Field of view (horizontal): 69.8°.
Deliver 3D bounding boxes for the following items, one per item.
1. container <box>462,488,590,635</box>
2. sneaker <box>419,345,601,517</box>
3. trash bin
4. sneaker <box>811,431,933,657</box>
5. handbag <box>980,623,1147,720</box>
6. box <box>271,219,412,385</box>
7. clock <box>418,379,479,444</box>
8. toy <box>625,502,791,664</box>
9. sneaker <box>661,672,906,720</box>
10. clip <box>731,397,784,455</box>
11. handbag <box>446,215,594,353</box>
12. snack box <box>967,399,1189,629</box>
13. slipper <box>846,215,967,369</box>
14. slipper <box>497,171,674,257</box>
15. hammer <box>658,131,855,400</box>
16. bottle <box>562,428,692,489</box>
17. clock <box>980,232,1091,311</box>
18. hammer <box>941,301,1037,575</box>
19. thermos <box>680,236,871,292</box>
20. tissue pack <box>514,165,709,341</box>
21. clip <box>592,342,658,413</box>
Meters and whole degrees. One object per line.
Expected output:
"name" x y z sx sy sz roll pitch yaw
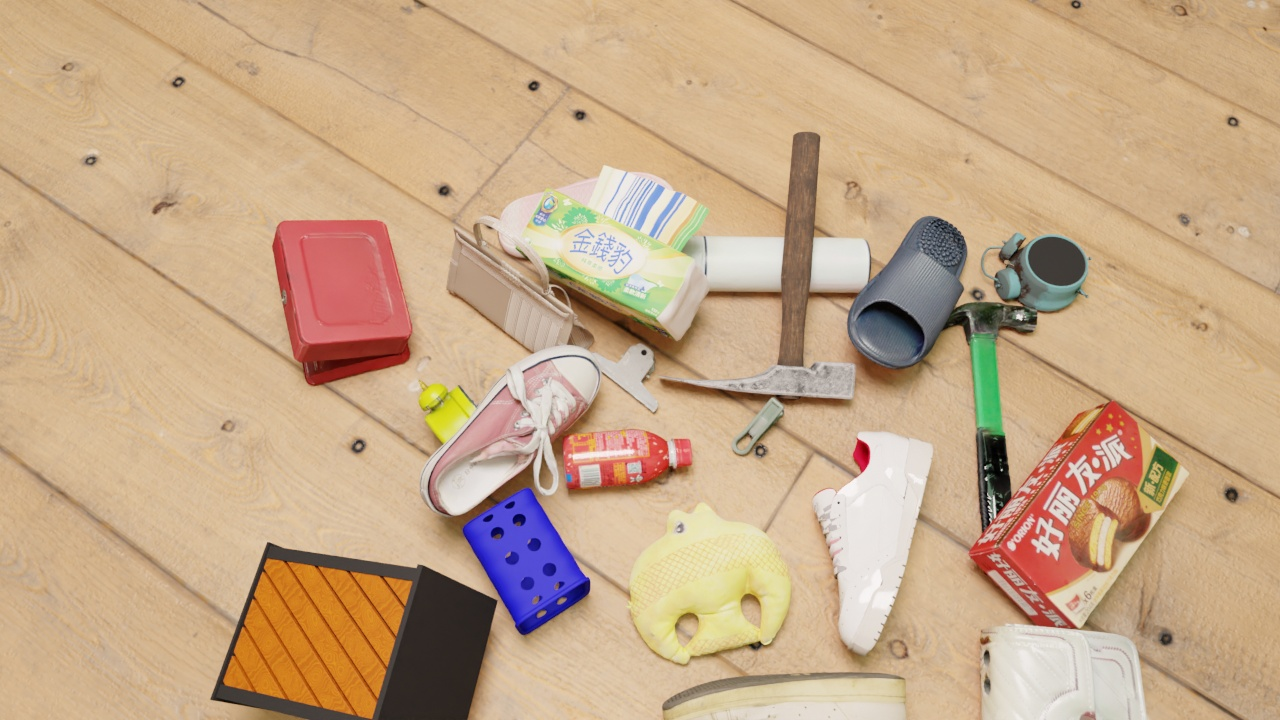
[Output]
"container" -0.116 0.203 0.931 0.084 0.085 0.113 -30 70 -15
"sneaker" -0.116 0.065 0.925 0.240 0.088 0.118 -45 111 -30
"trash bin" -0.255 0.263 0.842 0.172 0.140 0.139 2 65 22
"sneaker" 0.226 0.180 0.956 0.104 0.090 0.236 16 69 14
"handbag" 0.400 0.359 0.878 0.142 0.096 0.198 5 69 1
"box" -0.330 -0.074 1.021 0.137 0.127 0.157 -15 68 -13
"clock" -0.197 0.063 0.989 0.057 0.083 0.119 -40 76 -10
"toy" 0.066 0.226 0.942 0.170 0.064 0.154 -14 81 -1
"sneaker" 0.142 0.357 0.882 0.241 0.089 0.102 -1 75 -7
"clip" 0.131 0.076 1.024 0.023 0.061 0.075 42 87 16
"handbag" -0.138 -0.089 0.991 0.175 0.198 0.062 36 70 12
"snack box" 0.462 0.160 0.964 0.235 0.060 0.113 -41 84 -23
"slipper" 0.325 -0.092 1.038 0.101 0.083 0.262 39 54 1
"slipper" -0.063 -0.165 1.103 0.222 0.056 0.106 -7 68 7
"hammer" 0.138 -0.108 1.031 0.217 0.037 0.300 4 92 -2
"bottle" -0.014 0.104 0.989 0.137 0.062 0.062 -3 67 -4
"clock" 0.473 -0.111 1.100 0.124 0.053 0.089 12 67 6
"hammer" 0.391 0.080 1.030 0.130 0.032 0.318 4 68 -1
"thermos" 0.151 -0.113 1.083 0.230 0.068 0.067 0 67 -1
"tissue pack" -0.013 -0.130 0.995 0.198 0.120 0.141 28 87 12
"clip" -0.008 0.008 1.045 0.101 0.044 0.054 38 83 12
